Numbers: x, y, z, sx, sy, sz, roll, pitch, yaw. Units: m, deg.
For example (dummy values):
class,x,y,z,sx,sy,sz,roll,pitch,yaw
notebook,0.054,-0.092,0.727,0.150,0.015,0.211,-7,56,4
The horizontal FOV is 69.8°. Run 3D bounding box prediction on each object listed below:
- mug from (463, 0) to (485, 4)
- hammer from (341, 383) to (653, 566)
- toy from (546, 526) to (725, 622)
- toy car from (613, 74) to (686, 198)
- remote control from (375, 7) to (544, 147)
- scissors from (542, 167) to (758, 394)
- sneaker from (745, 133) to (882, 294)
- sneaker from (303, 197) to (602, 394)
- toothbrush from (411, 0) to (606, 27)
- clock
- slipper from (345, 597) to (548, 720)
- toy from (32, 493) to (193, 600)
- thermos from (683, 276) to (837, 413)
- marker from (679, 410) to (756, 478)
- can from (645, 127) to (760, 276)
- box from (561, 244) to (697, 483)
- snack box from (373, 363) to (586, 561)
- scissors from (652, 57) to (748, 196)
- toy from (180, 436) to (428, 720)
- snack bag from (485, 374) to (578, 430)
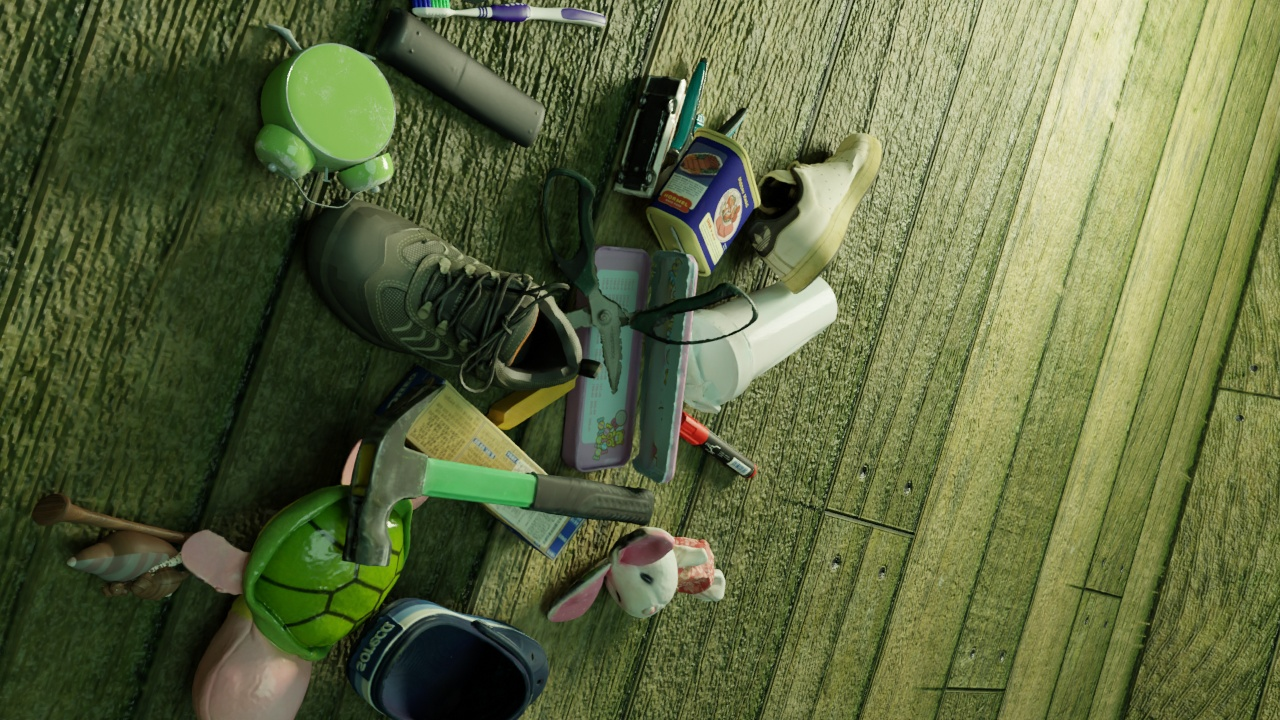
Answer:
class,x,y,z,sx,sy,sz,roll,pitch,yaw
mug,-0.153,-0.322,0.636,0.103,0.084,0.124,2,75,-41
hammer,-0.091,0.103,0.733,0.318,0.032,0.130,20,72,-51
toy,0.012,0.211,0.906,0.159,0.084,0.194,-41,146,23
toy car,0.011,-0.203,0.841,0.039,0.039,0.113,17,89,-65
remote control,-0.134,-0.216,0.712,0.151,0.020,0.041,25,84,-45
scissors,-0.003,-0.073,0.794,0.202,0.015,0.202,-7,101,3
sneaker,0.178,-0.176,0.978,0.102,0.089,0.240,35,52,-5
sneaker,-0.125,-0.031,0.678,0.237,0.143,0.101,31,79,-41
toothbrush,-0.099,-0.278,0.732,0.186,0.015,0.016,-15,105,-40
clock,-0.212,-0.163,0.623,0.094,0.043,0.119,3,87,-43
slipper,-0.139,0.262,0.737,0.105,0.095,0.253,-60,152,-14
toy,-0.336,0.124,0.592,0.101,0.042,0.054,34,54,-51
thermos,0.115,-0.024,0.942,0.219,0.099,0.099,-26,117,-40
marker,0.081,0.094,0.987,0.145,0.021,0.023,37,67,-42
can,0.059,-0.145,0.862,0.092,0.056,0.116,-56,155,-10
box,-0.002,0.005,0.838,0.089,0.093,0.214,-2,101,-43
snack box,-0.128,0.089,0.768,0.056,0.057,0.207,-53,130,-16
scissors,0.059,-0.218,0.893,0.124,0.019,0.156,-9,108,-40
toy,-0.235,0.161,0.659,0.237,0.088,0.190,-54,148,-15
snack bag,-0.094,0.033,0.806,0.099,0.026,0.020,-34,121,-34
